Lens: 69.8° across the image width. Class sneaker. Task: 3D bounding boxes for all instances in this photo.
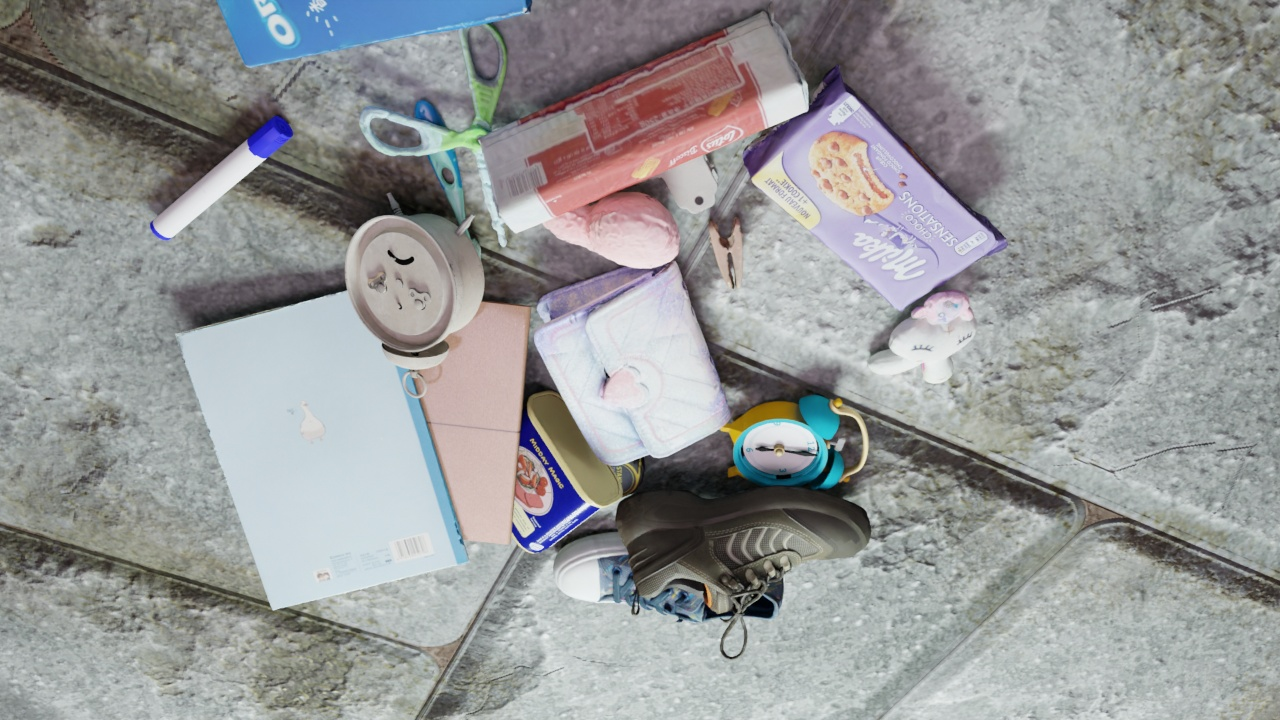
[{"bbox_3d":[0.096,0.192,0.833,0.238,0.142,0.101,-1,156,0],"label":"sneaker"},{"bbox_3d":[0.030,0.227,0.912,0.235,0.079,0.088,1,124,-1],"label":"sneaker"}]

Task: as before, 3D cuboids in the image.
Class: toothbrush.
[{"bbox_3d":[-0.145,-0.134,0.701,0.022,0.017,0.135,-9,121,8],"label":"toothbrush"}]

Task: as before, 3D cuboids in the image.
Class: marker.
[{"bbox_3d":[-0.319,-0.136,0.694,0.142,0.020,0.020,-31,119,20],"label":"marker"}]

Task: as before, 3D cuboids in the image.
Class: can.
[{"bbox_3d":[-0.087,0.101,0.812,0.092,0.056,0.116,-40,78,26],"label":"can"}]

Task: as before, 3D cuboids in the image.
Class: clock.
[{"bbox_3d":[0.140,0.077,0.832,0.130,0.043,0.099,-5,125,12],"label":"clock"},{"bbox_3d":[-0.171,-0.045,0.717,0.103,0.061,0.157,17,113,22],"label":"clock"}]

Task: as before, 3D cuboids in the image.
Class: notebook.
[{"bbox_3d":[-0.264,0.077,0.773,0.181,0.009,0.253,-13,101,3],"label":"notebook"},{"bbox_3d":[-0.172,0.050,0.777,0.141,0.008,0.209,6,102,-1],"label":"notebook"}]

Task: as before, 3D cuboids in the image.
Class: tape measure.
[{"bbox_3d":[-0.027,0.098,0.849,0.061,0.034,0.062,4,125,0],"label":"tape measure"}]

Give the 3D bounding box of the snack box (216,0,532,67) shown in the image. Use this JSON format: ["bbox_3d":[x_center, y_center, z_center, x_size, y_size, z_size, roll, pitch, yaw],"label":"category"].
[{"bbox_3d":[-0.187,-0.314,0.551,0.195,0.056,0.239,-9,125,6],"label":"snack box"}]

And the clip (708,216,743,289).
[{"bbox_3d":[0.067,-0.086,0.729,0.052,0.026,0.059,23,120,-13],"label":"clip"}]

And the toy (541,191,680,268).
[{"bbox_3d":[-0.023,-0.099,0.684,0.105,0.108,0.053,10,91,10],"label":"toy"}]

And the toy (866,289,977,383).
[{"bbox_3d":[0.237,-0.018,0.753,0.079,0.038,0.123,-4,147,-5],"label":"toy"}]

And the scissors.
[{"bbox_3d":[-0.122,-0.162,0.673,0.172,0.023,0.172,-10,118,-10],"label":"scissors"}]

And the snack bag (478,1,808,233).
[{"bbox_3d":[0.000,-0.164,0.633,0.225,0.077,0.041,-21,153,6],"label":"snack bag"}]

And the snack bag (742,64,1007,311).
[{"bbox_3d":[0.175,-0.122,0.685,0.205,0.058,0.097,36,121,-26],"label":"snack bag"}]

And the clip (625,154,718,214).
[{"bbox_3d":[0.037,-0.143,0.697,0.102,0.045,0.055,-24,114,17],"label":"clip"}]

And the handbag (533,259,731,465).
[{"bbox_3d":[-0.005,0.004,0.767,0.126,0.069,0.159,-18,120,10],"label":"handbag"}]
